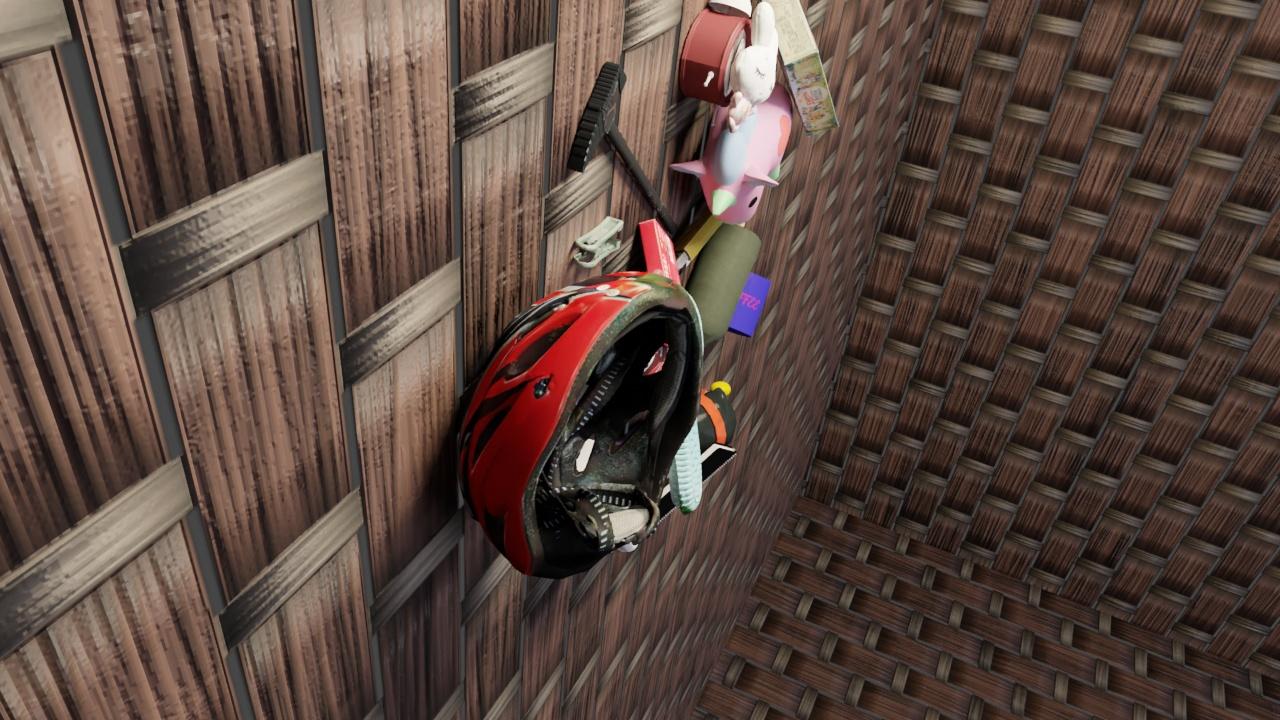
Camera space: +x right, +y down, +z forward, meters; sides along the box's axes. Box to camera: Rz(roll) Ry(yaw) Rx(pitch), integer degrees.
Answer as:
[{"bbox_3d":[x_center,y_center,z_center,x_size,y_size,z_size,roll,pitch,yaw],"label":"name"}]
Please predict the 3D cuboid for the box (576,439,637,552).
[{"bbox_3d":[-0.034,0.166,1.046,0.102,0.110,0.130,-64,161,-18],"label":"box"}]

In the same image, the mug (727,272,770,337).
[{"bbox_3d":[0.135,-0.087,1.350,0.111,0.079,0.083,-165,-85,-79],"label":"mug"}]

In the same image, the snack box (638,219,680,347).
[{"bbox_3d":[0.029,-0.077,0.997,0.089,0.021,0.133,34,45,-72],"label":"snack box"}]

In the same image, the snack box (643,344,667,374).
[{"bbox_3d":[-0.020,-0.018,0.943,0.072,0.072,0.121,-68,162,-5],"label":"snack box"}]

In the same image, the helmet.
[{"bbox_3d":[-0.047,0.047,0.760,0.217,0.167,0.272,3,113,-58],"label":"helmet"}]

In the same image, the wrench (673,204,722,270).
[{"bbox_3d":[0.102,-0.199,1.151,0.272,0.084,0.018,-52,121,-29],"label":"wrench"}]

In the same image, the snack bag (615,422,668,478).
[{"bbox_3d":[0.004,0.129,1.206,0.205,0.058,0.096,-33,142,-67],"label":"snack bag"}]

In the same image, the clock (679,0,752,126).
[{"bbox_3d":[0.085,-0.325,0.960,0.137,0.048,0.096,-64,162,-14],"label":"clock"}]

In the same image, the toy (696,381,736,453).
[{"bbox_3d":[0.082,0.096,1.355,0.119,0.099,0.098,-22,179,-38],"label":"toy"}]

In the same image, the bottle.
[{"bbox_3d":[0.092,-0.078,1.217,0.206,0.071,0.071,-68,163,-7],"label":"bottle"}]

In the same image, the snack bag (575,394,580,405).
[{"bbox_3d":[-0.087,0.073,0.934,0.074,0.018,0.155,-46,153,-54],"label":"snack bag"}]

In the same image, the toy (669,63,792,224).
[{"bbox_3d":[0.121,-0.260,1.059,0.171,0.120,0.222,19,85,-75],"label":"toy"}]

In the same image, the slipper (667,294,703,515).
[{"bbox_3d":[0.039,0.049,1.121,0.116,0.069,0.276,32,57,-78],"label":"slipper"}]

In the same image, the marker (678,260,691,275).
[{"bbox_3d":[0.064,-0.141,1.148,0.145,0.019,0.019,-54,157,-41],"label":"marker"}]

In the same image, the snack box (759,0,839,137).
[{"bbox_3d":[0.180,-0.358,1.062,0.145,0.043,0.144,47,27,-60],"label":"snack box"}]

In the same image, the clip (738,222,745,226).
[{"bbox_3d":[0.127,-0.179,1.298,0.062,0.025,0.047,-63,159,2],"label":"clip"}]

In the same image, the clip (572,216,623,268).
[{"bbox_3d":[-0.040,-0.109,0.863,0.076,0.023,0.047,-47,150,-56],"label":"clip"}]

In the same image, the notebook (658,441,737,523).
[{"bbox_3d":[0.047,0.192,1.318,0.207,0.016,0.149,-42,164,6],"label":"notebook"}]

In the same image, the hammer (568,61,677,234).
[{"bbox_3d":[-0.002,-0.176,0.918,0.325,0.015,0.095,37,73,-73],"label":"hammer"}]

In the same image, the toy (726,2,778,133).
[{"bbox_3d":[0.116,-0.294,0.939,0.076,0.037,0.125,21,86,-69],"label":"toy"}]
